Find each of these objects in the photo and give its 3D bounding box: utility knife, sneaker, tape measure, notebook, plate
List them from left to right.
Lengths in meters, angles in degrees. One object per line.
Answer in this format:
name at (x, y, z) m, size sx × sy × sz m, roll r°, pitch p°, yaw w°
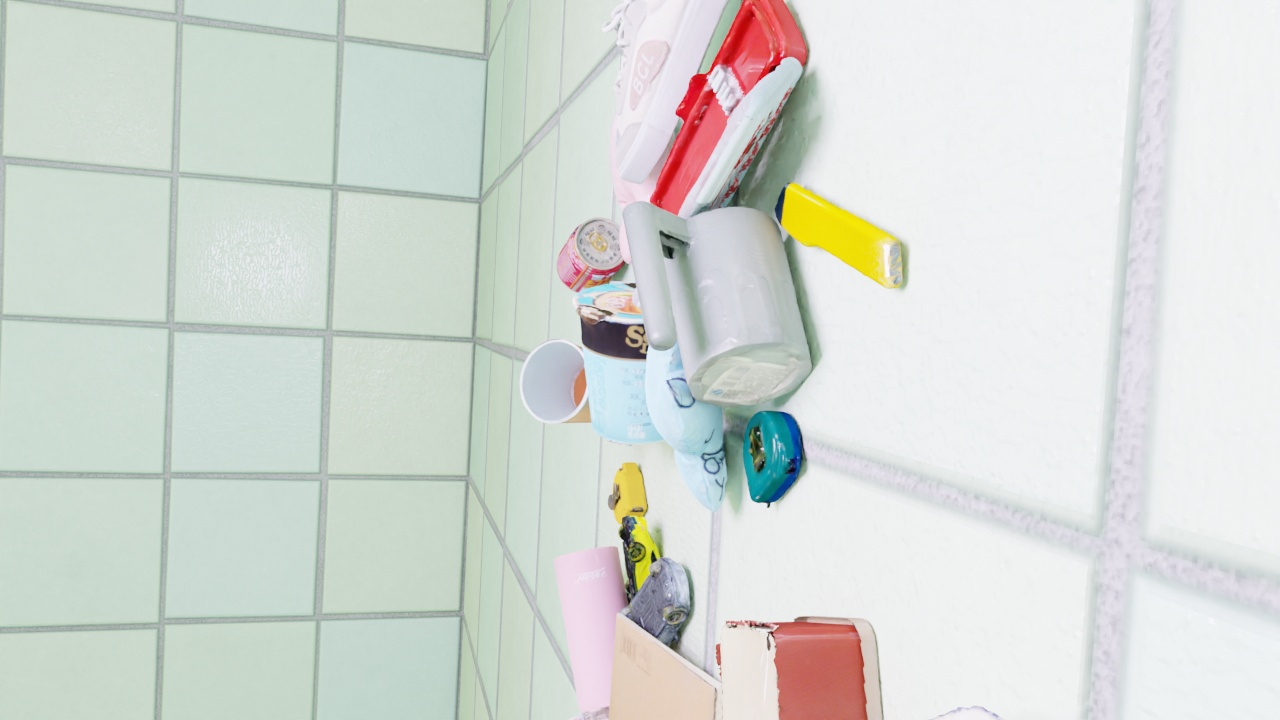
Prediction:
tape measure at (-0.015, 0.138, 0.931) m, size 0.057 × 0.029 × 0.060 m, roll 110°, pitch 157°, yaw -49°
sneaker at (0.009, -0.249, 0.722) m, size 0.089 × 0.091 × 0.243 m, roll -68°, pitch 3°, yaw -48°
notebook at (0.012, 0.336, 0.758) m, size 0.150 × 0.012 × 0.211 m, roll 15°, pitch 103°, yaw 56°
tape measure at (0.084, 0.060, 0.599) m, size 0.058 × 0.025 × 0.054 m, roll 115°, pitch 151°, yaw -53°
utility knife at (0.113, -0.074, 0.534) m, size 0.153 × 0.015 × 0.033 m, roll -123°, pitch 32°, yaw -62°
plate at (0.138, 0.231, 0.364) m, size 0.164 × 0.034 × 0.164 m, roll 116°, pitch 152°, yaw -54°

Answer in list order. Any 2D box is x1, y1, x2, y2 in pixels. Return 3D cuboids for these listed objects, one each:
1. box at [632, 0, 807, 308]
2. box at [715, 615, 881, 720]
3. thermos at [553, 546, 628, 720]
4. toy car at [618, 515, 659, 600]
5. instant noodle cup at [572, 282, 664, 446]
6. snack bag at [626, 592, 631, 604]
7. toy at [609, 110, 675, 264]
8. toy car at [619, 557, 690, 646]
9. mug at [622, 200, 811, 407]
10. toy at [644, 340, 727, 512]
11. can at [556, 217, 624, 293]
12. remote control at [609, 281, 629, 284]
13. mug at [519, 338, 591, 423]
box at (0.052, -0.142, 0.648) m, size 0.202 × 0.065 × 0.159 m, roll 121°, pitch 163°, yaw -48°
box at (0.078, 0.227, 0.497) m, size 0.091 × 0.077 × 0.168 m, roll 140°, pitch 131°, yaw -69°
thermos at (-0.045, 0.284, 0.880) m, size 0.067 × 0.087 × 0.198 m, roll 104°, pitch 157°, yaw -72°
toy car at (0.002, 0.195, 0.860) m, size 0.048 × 0.032 × 0.105 m, roll -129°, pitch 32°, yaw -68°
instant noodle cup at (-0.005, 0.005, 0.793) m, size 0.111 × 0.111 × 0.120 m, roll -124°, pitch 33°, yaw -65°
snack bag at (-0.027, 0.258, 0.960) m, size 0.104 × 0.026 × 0.048 m, roll 166°, pitch 97°, yaw -73°
toy at (0.000, -0.174, 0.875) m, size 0.121 × 0.054 × 0.159 m, roll 178°, pitch 92°, yaw -73°
toy car at (0.015, 0.222, 0.800) m, size 0.054 × 0.036 × 0.121 m, roll -110°, pitch 33°, yaw -43°
mug at (0.045, -0.038, 0.579) m, size 0.084 × 0.123 × 0.103 m, roll -38°, pitch 49°, yaw 39°
toy at (0.034, 0.036, 0.657) m, size 0.161 × 0.050 × 0.156 m, roll -64°, pitch -41°, yaw -78°
can at (-0.055, -0.118, 1.037) m, size 0.094 × 0.066 × 0.066 m, roll 144°, pitch 126°, yaw -71°
remote control at (-0.010, -0.054, 0.957) m, size 0.135 × 0.019 × 0.056 m, roll -162°, pitch 75°, yaw -74°
mug at (-0.049, 0.026, 0.890) m, size 0.078 × 0.122 × 0.078 m, roll -4°, pitch 81°, yaw 29°
